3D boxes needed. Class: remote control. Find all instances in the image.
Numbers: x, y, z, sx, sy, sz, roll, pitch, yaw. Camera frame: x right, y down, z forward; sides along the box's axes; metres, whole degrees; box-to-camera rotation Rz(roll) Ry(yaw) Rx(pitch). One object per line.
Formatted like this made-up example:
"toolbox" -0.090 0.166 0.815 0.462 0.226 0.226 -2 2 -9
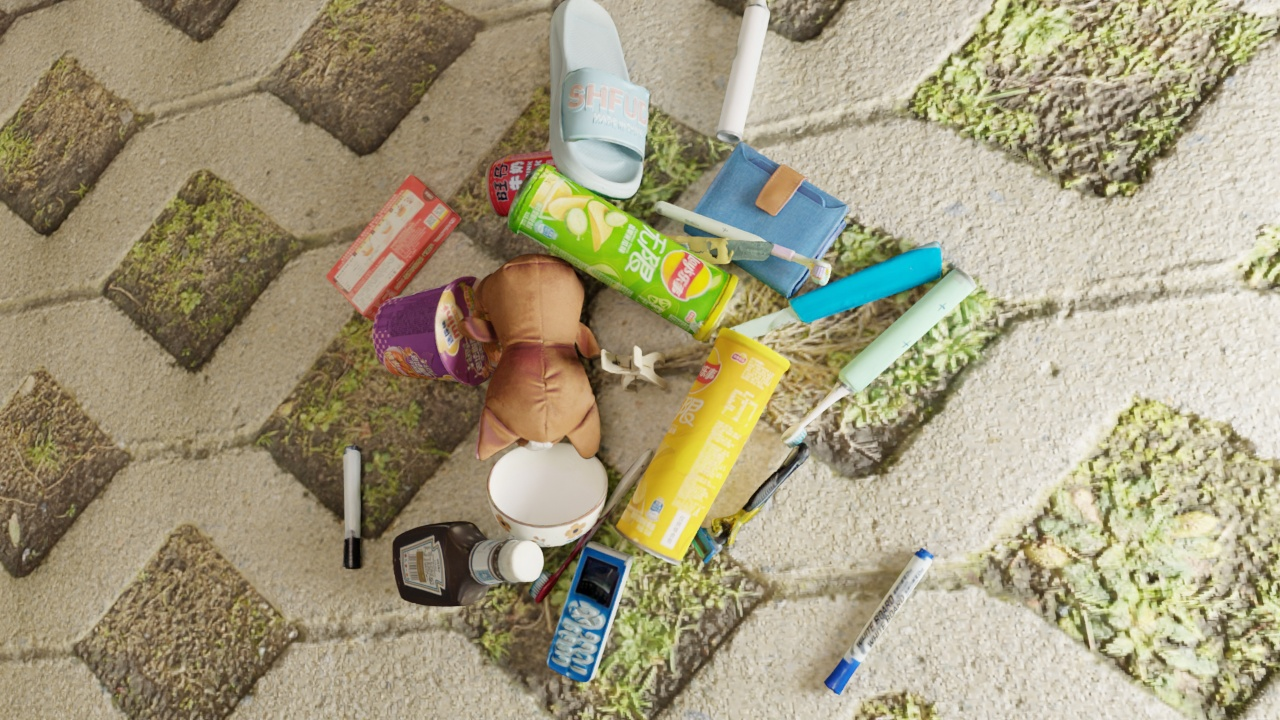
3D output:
"remote control" -0.048 0.237 0.869 0.049 0.024 0.125 17 86 21

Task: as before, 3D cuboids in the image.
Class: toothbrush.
"toothbrush" 0.092 -0.116 0.868 0.190 0.029 0.020 26 59 25
"toothbrush" 0.113 -0.329 0.932 0.026 0.027 0.221 15 83 -13
"toothbrush" 0.212 0.000 0.831 0.224 0.027 0.026 -43 36 6
"toothbrush" -0.048 0.159 0.891 0.017 0.016 0.187 39 93 31

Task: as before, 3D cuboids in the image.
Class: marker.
"marker" -0.308 0.156 0.977 0.023 0.018 0.130 -11 76 25
"marker" 0.206 0.225 0.792 0.017 0.017 0.146 35 91 21

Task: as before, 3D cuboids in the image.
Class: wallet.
"wallet" 0.121 -0.136 0.885 0.133 0.040 0.106 37 96 21

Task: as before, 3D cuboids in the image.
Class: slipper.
"slipper" -0.036 -0.271 0.925 0.074 0.104 0.245 -28 61 43

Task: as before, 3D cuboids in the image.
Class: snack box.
"snack box" -0.275 -0.125 1.019 0.075 0.025 0.153 42 93 22

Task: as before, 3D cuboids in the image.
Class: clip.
"clip" 0.007 0.005 0.862 0.081 0.104 0.034 -1 76 3

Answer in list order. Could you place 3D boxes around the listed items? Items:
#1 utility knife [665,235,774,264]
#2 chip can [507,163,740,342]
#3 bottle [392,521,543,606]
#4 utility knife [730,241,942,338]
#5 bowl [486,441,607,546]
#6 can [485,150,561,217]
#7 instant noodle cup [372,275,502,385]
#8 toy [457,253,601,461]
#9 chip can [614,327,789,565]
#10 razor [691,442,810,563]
"utility knife" 0.045 -0.110 0.892 0.195 0.020 0.031 5 118 31
"chip can" -0.018 -0.102 0.859 0.221 0.072 0.072 30 89 -4
"bottle" -0.165 0.191 0.862 0.195 0.044 0.080 -14 83 44
"utility knife" 0.181 -0.059 0.857 0.207 0.018 0.034 -20 87 14
"bowl" -0.088 0.136 0.873 0.113 0.062 0.113 3 38 -2
"can" -0.107 -0.182 0.953 0.094 0.066 0.066 -1 78 18
"instant noodle cup" -0.210 -0.027 0.940 0.099 0.111 0.111 -4 77 27
"toy" -0.104 0.000 0.889 0.140 0.131 0.199 -4 70 -12
"chip can" 0.057 0.078 0.843 0.072 0.072 0.213 27 89 21
"razor" 0.105 0.128 0.843 0.143 0.022 0.042 -45 33 4
